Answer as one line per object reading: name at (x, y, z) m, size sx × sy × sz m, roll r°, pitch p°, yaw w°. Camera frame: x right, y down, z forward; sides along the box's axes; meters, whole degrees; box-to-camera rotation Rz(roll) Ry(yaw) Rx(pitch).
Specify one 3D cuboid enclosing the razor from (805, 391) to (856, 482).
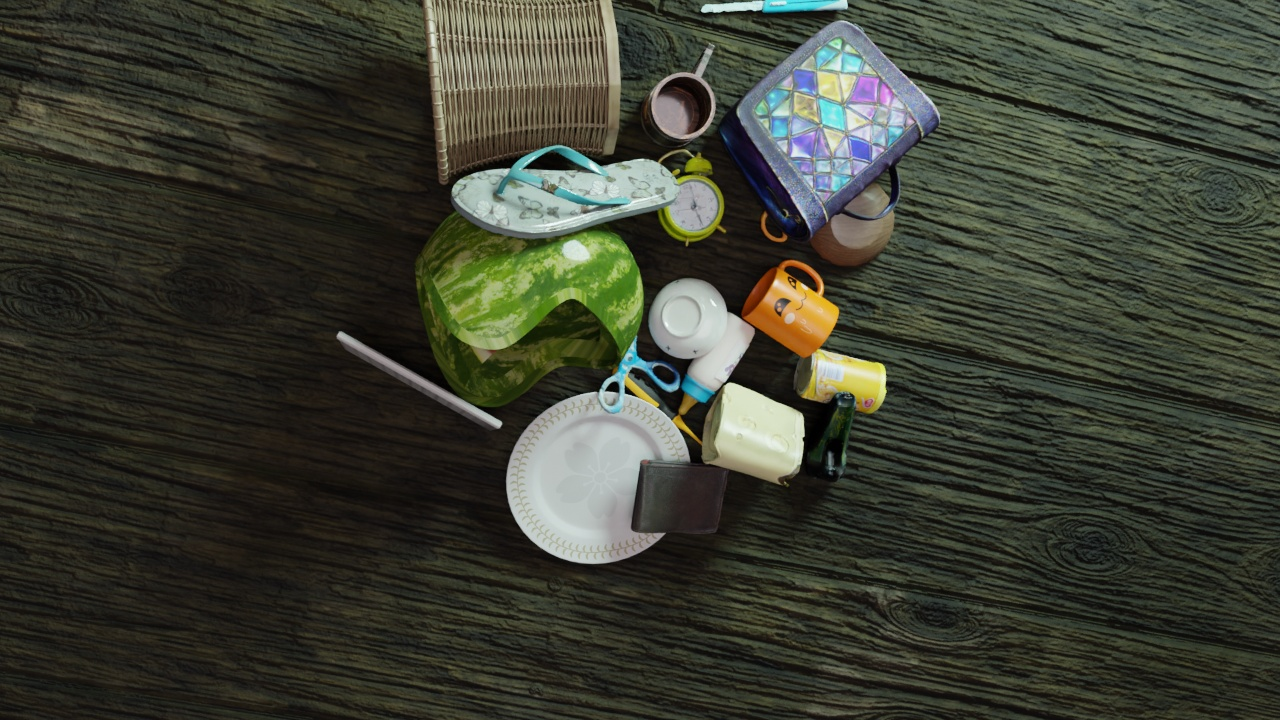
razor at (0.252, 0.102, 1.187) m, size 0.054 × 0.067 × 0.152 m, roll 1°, pitch 137°, yaw -4°

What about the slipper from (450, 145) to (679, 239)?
slipper at (-0.067, -0.186, 0.985) m, size 0.268 × 0.055 × 0.098 m, roll -11°, pitch 59°, yaw -30°

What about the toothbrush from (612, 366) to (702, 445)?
toothbrush at (0.039, 0.072, 1.203) m, size 0.196 × 0.031 × 0.031 m, roll 41°, pitch 102°, yaw -14°

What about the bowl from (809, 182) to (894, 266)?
bowl at (0.274, -0.178, 1.178) m, size 0.118 × 0.030 × 0.118 m, roll -1°, pitch 100°, yaw -5°

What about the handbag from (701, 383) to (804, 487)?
handbag at (0.145, 0.101, 1.171) m, size 0.119 × 0.111 × 0.081 m, roll 21°, pitch 124°, yaw -7°

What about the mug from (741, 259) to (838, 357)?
mug at (0.197, -0.075, 1.174) m, size 0.096 × 0.078 × 0.112 m, roll 32°, pitch 64°, yaw -9°

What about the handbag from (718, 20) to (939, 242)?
handbag at (0.229, -0.264, 1.105) m, size 0.205 × 0.125 × 0.222 m, roll -41°, pitch 97°, yaw -2°

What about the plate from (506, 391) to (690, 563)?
plate at (-0.054, 0.154, 1.202) m, size 0.242 × 0.016 × 0.243 m, roll -3°, pitch 107°, yaw -9°

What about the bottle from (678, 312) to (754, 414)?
bottle at (0.091, 0.009, 1.184) m, size 0.051 × 0.051 × 0.146 m, roll 32°, pitch 96°, yaw -9°

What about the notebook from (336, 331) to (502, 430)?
notebook at (-0.267, 0.029, 1.111) m, size 0.209 × 0.143 × 0.009 m, roll 31°, pitch 78°, yaw -9°

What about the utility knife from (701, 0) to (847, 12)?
utility knife at (0.165, -0.437, 1.134) m, size 0.181 × 0.015 × 0.022 m, roll -6°, pitch 97°, yaw -1°

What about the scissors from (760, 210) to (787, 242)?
scissors at (0.173, -0.216, 1.172) m, size 0.064 × 0.013 × 0.128 m, roll -20°, pitch 101°, yaw -1°

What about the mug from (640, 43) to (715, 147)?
mug at (0.052, -0.315, 1.096) m, size 0.080 × 0.107 × 0.116 m, roll 24°, pitch 97°, yaw -9°

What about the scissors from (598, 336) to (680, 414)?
scissors at (-0.005, 0.007, 1.172) m, size 0.137 × 0.011 × 0.134 m, roll 11°, pitch 72°, yaw -16°

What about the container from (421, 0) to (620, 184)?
container at (-0.137, -0.318, 1.028) m, size 0.196 × 0.227 × 0.227 m, roll -6°, pitch 100°, yaw -11°

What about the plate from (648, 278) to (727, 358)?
plate at (0.056, -0.055, 1.160) m, size 0.104 × 0.026 × 0.104 m, roll -2°, pitch 85°, yaw 19°

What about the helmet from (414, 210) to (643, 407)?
helmet at (-0.126, -0.086, 1.062) m, size 0.246 × 0.214 × 0.243 m, roll -17°, pitch 67°, yaw -17°

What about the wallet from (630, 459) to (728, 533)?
wallet at (0.050, 0.179, 1.204) m, size 0.120 × 0.031 × 0.099 m, roll 4°, pitch 109°, yaw -13°

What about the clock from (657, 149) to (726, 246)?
clock at (0.058, -0.203, 1.143) m, size 0.083 × 0.057 × 0.119 m, roll -22°, pitch 94°, yaw -1°

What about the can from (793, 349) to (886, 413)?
can at (0.260, 0.026, 1.193) m, size 0.105 × 0.067 × 0.068 m, roll 13°, pitch 98°, yaw -7°
